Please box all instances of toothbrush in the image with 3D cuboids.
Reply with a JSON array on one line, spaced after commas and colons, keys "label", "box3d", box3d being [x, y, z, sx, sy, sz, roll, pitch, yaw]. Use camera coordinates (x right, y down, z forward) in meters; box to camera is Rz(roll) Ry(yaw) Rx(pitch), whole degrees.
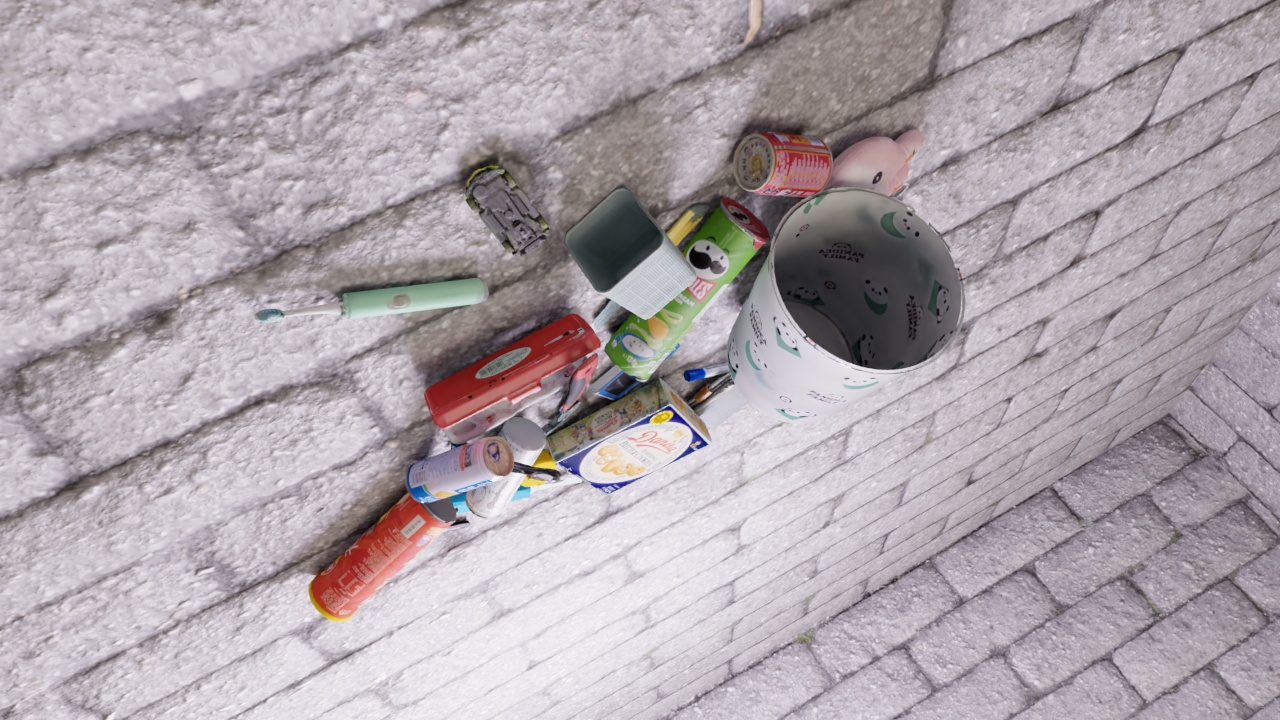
[{"label": "toothbrush", "box3d": [-0.251, -0.056, 0.876, 0.224, 0.027, 0.026, -10, 103, -33]}]

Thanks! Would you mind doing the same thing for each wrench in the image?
[{"label": "wrench", "box3d": [-0.081, 0.040, 1.089, 0.056, 0.016, 0.274, -41, 175, -22]}]

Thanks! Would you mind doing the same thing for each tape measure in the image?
[{"label": "tape measure", "box3d": [-0.143, 0.152, 1.265, 0.057, 0.029, 0.060, 2, 134, -44]}]

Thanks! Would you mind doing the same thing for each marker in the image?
[{"label": "marker", "box3d": [0.125, 0.010, 1.329, 0.145, 0.017, 0.017, -12, 143, -32]}, {"label": "marker", "box3d": [-0.289, 0.235, 1.260, 0.123, 0.015, 0.018, -4, 143, -42]}]

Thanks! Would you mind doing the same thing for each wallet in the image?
[{"label": "wallet", "box3d": [0.123, 0.051, 1.361, 0.106, 0.037, 0.130, 6, 143, -46]}]

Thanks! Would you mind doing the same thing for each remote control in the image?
[{"label": "remote control", "box3d": [-0.007, 0.007, 1.193, 0.125, 0.024, 0.049, -40, 149, 16]}]

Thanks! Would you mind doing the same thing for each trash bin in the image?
[{"label": "trash bin", "box3d": [0.227, -0.045, 1.119, 0.229, 0.229, 0.252, -22, 164, -20]}]

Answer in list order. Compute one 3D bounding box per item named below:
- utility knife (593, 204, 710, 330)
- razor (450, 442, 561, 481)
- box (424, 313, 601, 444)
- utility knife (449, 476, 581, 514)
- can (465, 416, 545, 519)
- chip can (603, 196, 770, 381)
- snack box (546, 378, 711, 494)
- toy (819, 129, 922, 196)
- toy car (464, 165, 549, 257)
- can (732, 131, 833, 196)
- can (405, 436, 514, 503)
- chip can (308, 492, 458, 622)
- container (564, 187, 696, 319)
[{"label": "utility knife", "box3d": [0.007, -0.108, 1.061, 0.202, 0.021, 0.031, -43, 142, 23]}, {"label": "razor", "box3d": [-0.167, 0.127, 1.128, 0.143, 0.022, 0.043, 16, 130, -1]}, {"label": "box", "box3d": [-0.135, 0.032, 1.038, 0.201, 0.110, 0.100, -29, 120, -10]}, {"label": "utility knife", "box3d": [-0.178, 0.186, 1.290, 0.233, 0.018, 0.034, -6, 138, -36]}, {"label": "can", "box3d": [-0.176, 0.140, 1.189, 0.058, 0.058, 0.147, -2, 137, -42]}, {"label": "chip can", "box3d": [0.052, -0.079, 1.081, 0.072, 0.072, 0.237, 7, 131, -48]}, {"label": "snack box", "box3d": [-0.012, 0.112, 1.290, 0.183, 0.045, 0.178, -28, 150, 11]}, {"label": "toy", "box3d": [0.281, -0.226, 1.113, 0.159, 0.054, 0.121, -28, 150, -25]}, {"label": "toy car", "box3d": [-0.127, -0.143, 0.865, 0.048, 0.032, 0.105, -35, 138, 3]}, {"label": "can", "box3d": [0.154, -0.212, 0.994, 0.093, 0.066, 0.067, -6, 140, -39]}, {"label": "can", "box3d": [-0.216, 0.130, 1.092, 0.135, 0.053, 0.053, -20, 158, 31]}, {"label": "chip can", "box3d": [-0.332, 0.245, 1.179, 0.217, 0.073, 0.073, -43, 148, 14]}, {"label": "container", "box3d": [-0.005, -0.108, 0.974, 0.090, 0.090, 0.111, -40, 152, 11]}]
